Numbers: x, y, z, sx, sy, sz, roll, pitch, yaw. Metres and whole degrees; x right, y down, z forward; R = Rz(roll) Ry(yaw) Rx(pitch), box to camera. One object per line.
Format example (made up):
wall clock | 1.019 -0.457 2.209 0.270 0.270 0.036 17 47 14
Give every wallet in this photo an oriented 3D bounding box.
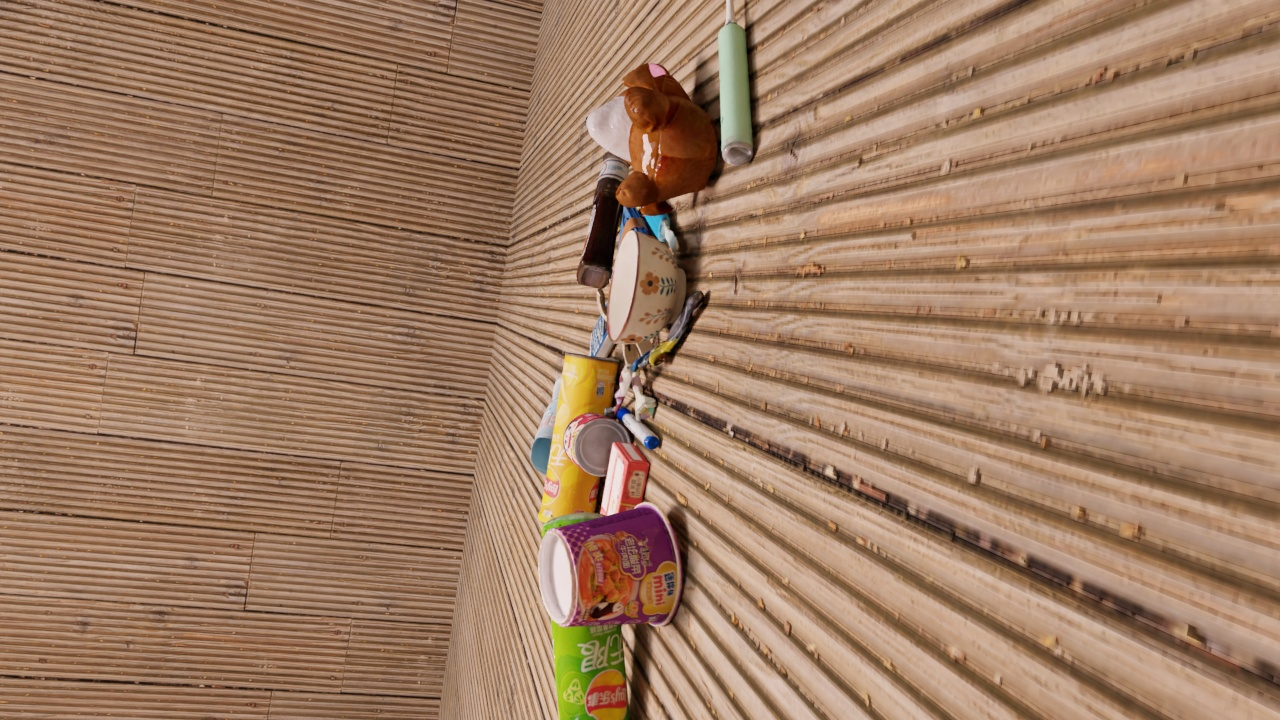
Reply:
wallet | -0.007 -0.110 1.060 0.133 0.040 0.106 -109 26 -60

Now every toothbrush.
toothbrush | -0.006 0.006 1.026 0.029 0.020 0.189 -43 27 17
toothbrush | 0.082 -0.267 0.814 0.027 0.026 0.224 77 -168 -62
toothbrush | -0.026 0.038 1.029 0.188 0.017 0.016 110 160 -70

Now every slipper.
slipper | -0.116 0.136 1.274 0.104 0.074 0.245 115 157 -52

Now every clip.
clip | -0.008 -0.046 0.981 0.081 0.034 0.104 -53 55 45

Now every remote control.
remote control | -0.041 -0.041 1.178 0.125 0.024 0.049 121 153 -60

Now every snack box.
snack box | -0.024 0.170 0.985 0.075 0.025 0.153 -138 57 -72

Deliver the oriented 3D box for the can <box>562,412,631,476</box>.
can | -0.052 0.095 1.057 0.094 0.066 0.066 -174 92 -76

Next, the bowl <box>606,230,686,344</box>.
bowl | 0.009 -0.069 0.919 0.113 0.062 0.113 -173 91 -75

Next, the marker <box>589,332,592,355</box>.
marker | -0.064 0.022 1.247 0.023 0.018 0.130 118 157 -77

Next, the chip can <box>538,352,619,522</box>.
chip can | -0.076 0.099 1.143 0.072 0.072 0.213 -164 83 -76

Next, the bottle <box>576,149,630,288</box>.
bottle | -0.042 -0.192 1.169 0.080 0.044 0.194 121 160 -70

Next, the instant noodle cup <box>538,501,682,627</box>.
instant noodle cup | -0.031 0.185 0.807 0.112 0.099 0.111 8 99 61

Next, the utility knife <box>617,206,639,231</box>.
utility knife | -0.022 -0.191 1.197 0.195 0.020 0.031 161 122 -67

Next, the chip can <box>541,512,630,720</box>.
chip can | -0.052 0.258 0.879 0.073 0.072 0.221 134 132 -67

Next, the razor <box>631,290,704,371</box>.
razor | 0.033 -0.026 0.886 0.042 0.022 0.143 -38 -8 -32

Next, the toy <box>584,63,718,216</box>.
toy | 0.008 -0.224 0.915 0.199 0.130 0.140 -87 6 -62

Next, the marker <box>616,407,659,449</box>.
marker | -0.003 0.072 0.980 0.146 0.017 0.017 -148 67 -75

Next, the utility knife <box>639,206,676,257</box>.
utility knife | 0.020 -0.155 1.008 0.206 0.018 0.034 -108 25 -62
